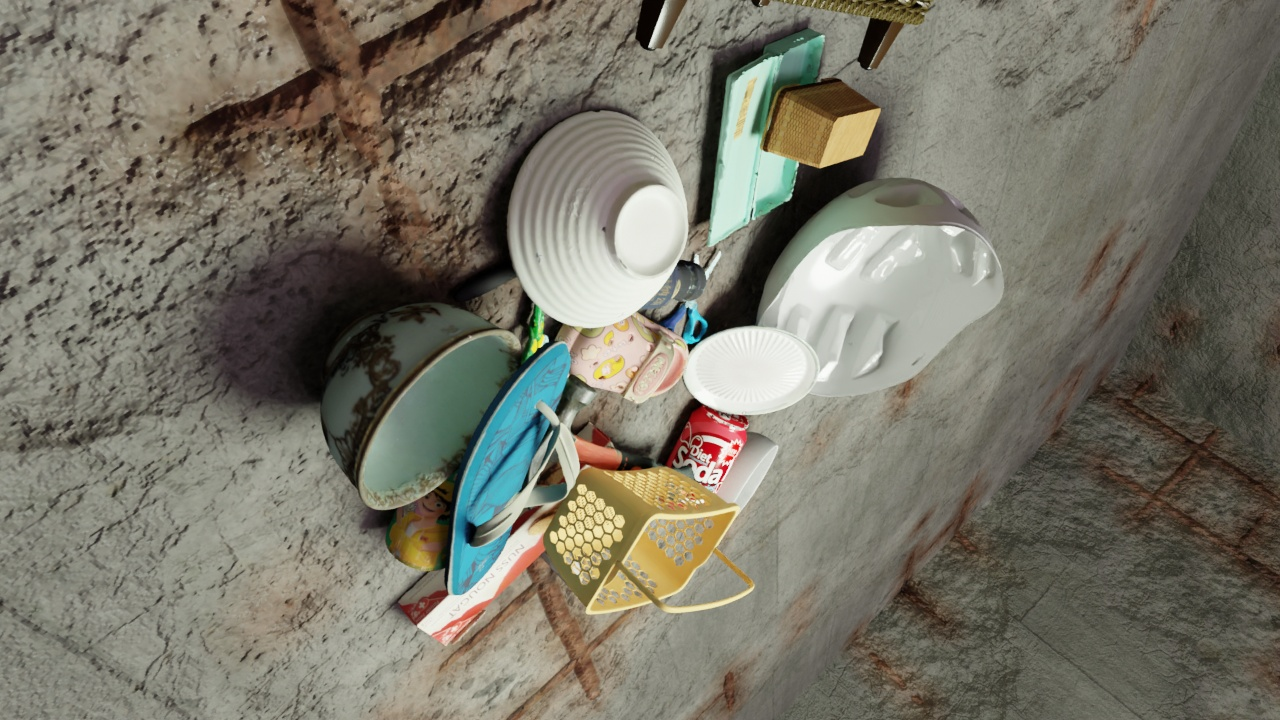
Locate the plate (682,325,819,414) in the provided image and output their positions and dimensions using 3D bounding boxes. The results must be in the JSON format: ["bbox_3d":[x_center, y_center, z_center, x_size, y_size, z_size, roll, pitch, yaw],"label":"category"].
[{"bbox_3d":[0.128,0.010,1.066,0.157,0.014,0.157,2,139,2],"label":"plate"}]

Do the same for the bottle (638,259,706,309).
[{"bbox_3d":[0.001,-0.076,0.854,0.160,0.056,0.056,-4,127,-51],"label":"bottle"}]

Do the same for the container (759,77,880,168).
[{"bbox_3d":[0.173,-0.223,0.867,0.113,0.061,0.063,-25,141,-45],"label":"container"}]

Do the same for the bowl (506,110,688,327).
[{"bbox_3d":[-0.012,-0.106,0.729,0.176,0.071,0.177,-13,112,-36],"label":"bowl"}]

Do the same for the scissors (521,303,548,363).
[{"bbox_3d":[-0.090,-0.032,0.814,0.070,0.014,0.131,-53,157,-67],"label":"scissors"}]

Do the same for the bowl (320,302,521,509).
[{"bbox_3d":[-0.175,0.018,0.674,0.159,0.094,0.160,-48,162,-22],"label":"bowl"}]

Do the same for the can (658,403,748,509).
[{"bbox_3d":[0.076,0.124,1.151,0.074,0.074,0.143,-5,128,-50],"label":"can"}]

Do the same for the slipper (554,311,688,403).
[{"bbox_3d":[-0.005,0.005,0.904,0.093,0.081,0.197,-54,146,10],"label":"slipper"}]

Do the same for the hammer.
[{"bbox_3d":[-0.021,0.111,0.974,0.133,0.033,0.333,-55,149,4],"label":"hammer"}]

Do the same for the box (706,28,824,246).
[{"bbox_3d":[0.115,-0.210,0.882,0.136,0.033,0.187,-30,144,-31],"label":"box"}]

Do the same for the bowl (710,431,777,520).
[{"bbox_3d":[0.123,0.153,1.243,0.131,0.064,0.132,-49,161,-24],"label":"bowl"}]

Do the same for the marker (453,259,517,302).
[{"bbox_3d":[-0.097,-0.080,0.758,0.133,0.018,0.015,-32,125,-28],"label":"marker"}]

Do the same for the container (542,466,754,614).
[{"bbox_3d":[0.017,0.192,0.917,0.183,0.167,0.129,9,115,-57],"label":"container"}]

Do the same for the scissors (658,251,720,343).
[{"bbox_3d":[0.046,-0.058,0.973,0.103,0.015,0.134,-26,142,-32],"label":"scissors"}]

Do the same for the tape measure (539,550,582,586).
[{"bbox_3d":[-0.095,0.226,1.050,0.020,0.060,0.062,-36,147,-24],"label":"tape measure"}]

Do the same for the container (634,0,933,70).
[{"bbox_3d":[0.085,-0.318,0.591,0.320,0.176,0.205,-15,138,-45],"label":"container"}]

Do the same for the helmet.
[{"bbox_3d":[0.258,-0.074,1.045,0.224,0.183,0.283,25,114,-17],"label":"helmet"}]

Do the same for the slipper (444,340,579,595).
[{"bbox_3d":[-0.108,0.113,0.777,0.118,0.060,0.296,-36,155,-46],"label":"slipper"}]

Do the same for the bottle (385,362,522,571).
[{"bbox_3d":[-0.160,0.086,0.807,0.068,0.068,0.210,-2,125,-52],"label":"bottle"}]

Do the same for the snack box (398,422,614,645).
[{"bbox_3d":[-0.129,0.185,0.978,0.272,0.044,0.077,-43,147,-13],"label":"snack box"}]
